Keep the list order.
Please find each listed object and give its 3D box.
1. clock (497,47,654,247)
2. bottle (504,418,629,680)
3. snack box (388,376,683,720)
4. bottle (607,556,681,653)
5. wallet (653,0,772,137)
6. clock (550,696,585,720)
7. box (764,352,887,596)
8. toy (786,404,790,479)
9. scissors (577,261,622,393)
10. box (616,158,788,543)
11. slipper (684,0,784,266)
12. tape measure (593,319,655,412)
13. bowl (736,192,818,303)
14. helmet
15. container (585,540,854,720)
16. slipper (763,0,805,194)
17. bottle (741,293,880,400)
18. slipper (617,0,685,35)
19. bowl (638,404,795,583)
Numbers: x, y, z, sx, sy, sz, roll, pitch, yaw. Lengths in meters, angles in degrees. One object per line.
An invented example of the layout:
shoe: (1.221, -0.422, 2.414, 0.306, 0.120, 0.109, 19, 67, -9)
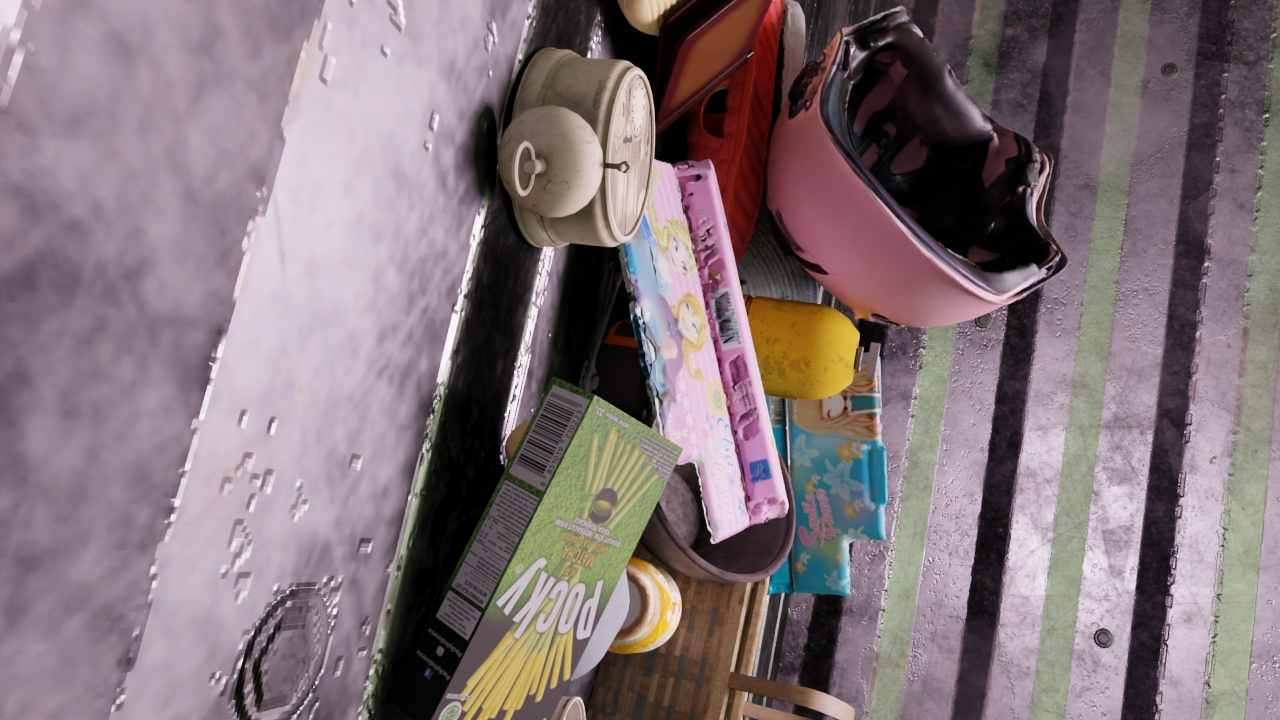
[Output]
clock: (-0.026, -0.092, 0.416, 0.140, 0.055, 0.093, -48, 143, -67)
bottle: (-0.040, 0.096, 0.479, 0.072, 0.046, 0.161, -53, 150, -39)
snack box: (-0.041, 0.090, 0.405, 0.080, 0.025, 0.147, 35, 80, -53)
bottle: (-0.002, 0.170, 0.636, 0.109, 0.063, 0.063, 50, 51, -68)
wallet: (0.043, -0.189, 0.549, 0.091, 0.018, 0.116, -42, 174, -12)
clock: (-0.069, 0.227, 0.435, 0.156, 0.061, 0.103, -71, 164, -57)
box: (0.148, 0.107, 0.876, 0.085, 0.171, 0.227, -1, 88, -33)
toy: (0.147, 0.086, 1.068, 0.159, 0.140, 0.184, 33, 74, -38)
scissors: (-0.032, 0.028, 0.541, 0.118, 0.014, 0.160, 79, 29, -50)
box: (0.040, -0.011, 0.556, 0.160, 0.063, 0.230, 3, 75, -77)
slipper: (0.061, -0.190, 0.667, 0.103, 0.059, 0.248, 19, 79, -73)
tape measure: (-0.003, 0.003, 0.581, 0.058, 0.038, 0.058, 2, 96, -75)
bowl: (0.087, -0.077, 0.790, 0.057, 0.137, 0.137, -30, 142, -18)
helmet: (0.185, -0.125, 0.684, 0.153, 0.230, 0.254, -37, -155, 41)
container: (0.070, 0.259, 0.714, 0.158, 0.186, 0.249, 70, 32, -60)
slipper: (0.125, -0.184, 0.819, 0.111, 0.063, 0.264, -130, -147, -59)
bottle: (0.087, -0.011, 0.662, 0.071, 0.164, 0.071, 10, 89, -75)
slipper: (0.051, -0.262, 0.541, 0.260, 0.079, 0.112, -34, 163, -48)
bowl: (0.038, 0.098, 0.666, 0.145, 0.067, 0.144, 23, 51, -31)
